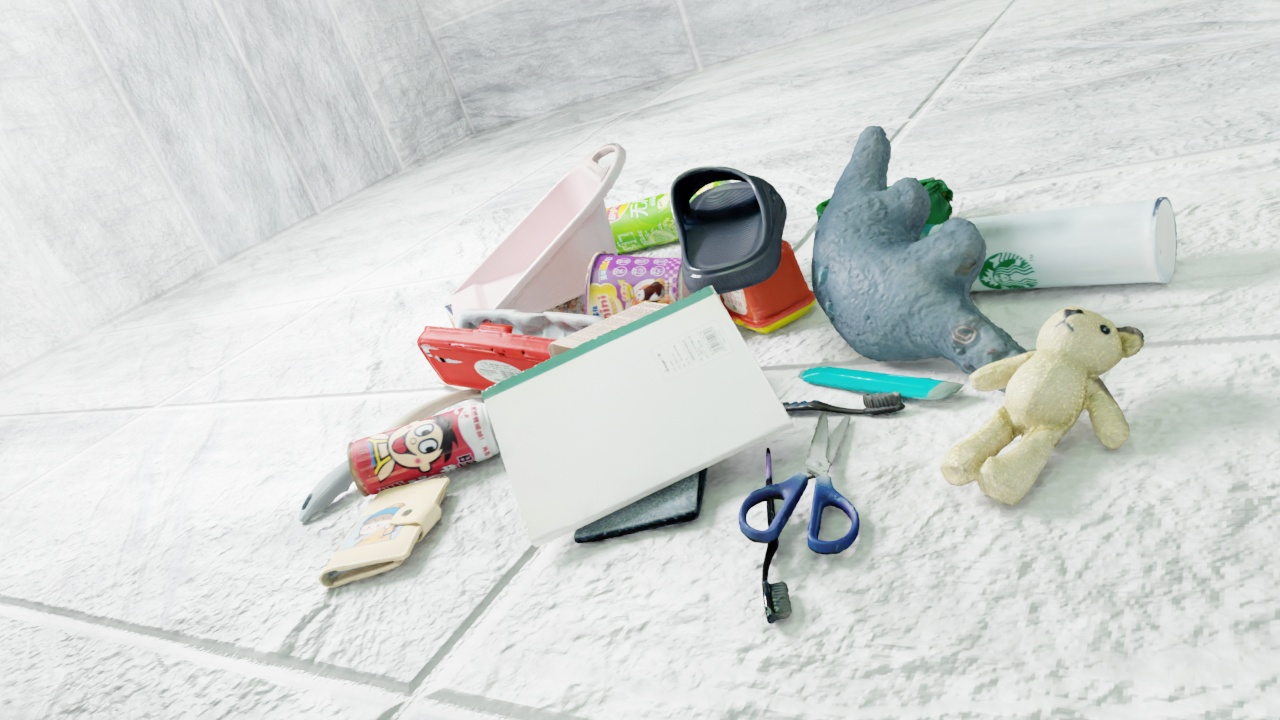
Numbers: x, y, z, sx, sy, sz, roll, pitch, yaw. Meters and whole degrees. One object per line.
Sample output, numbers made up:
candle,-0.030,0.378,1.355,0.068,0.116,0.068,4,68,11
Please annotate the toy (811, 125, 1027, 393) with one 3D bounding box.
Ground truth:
toy,0.212,-0.075,0.762,0.138,0.091,0.355,-38,38,18

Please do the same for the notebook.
notebook,-0.009,0.036,0.705,0.209,0.012,0.150,-25,54,-1

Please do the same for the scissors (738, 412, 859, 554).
scissors,0.109,0.077,0.628,0.128,0.012,0.173,-6,25,-6

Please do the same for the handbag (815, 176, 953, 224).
handbag,0.264,-0.152,0.983,0.132,0.068,0.119,-5,20,37

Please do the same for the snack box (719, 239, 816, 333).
snack box,0.117,-0.079,0.912,0.082,0.080,0.091,-28,24,-15

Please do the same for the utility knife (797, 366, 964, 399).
utility knife,0.182,0.017,0.725,0.029,0.013,0.161,-30,21,-28

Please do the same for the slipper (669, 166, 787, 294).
slipper,0.082,-0.146,0.882,0.111,0.083,0.267,-14,25,12

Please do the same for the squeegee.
squeegee,-0.240,0.078,0.921,0.245,0.039,0.247,-35,26,-30

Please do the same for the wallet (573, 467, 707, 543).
wallet,0.003,0.093,0.702,0.097,0.019,0.120,-16,24,17

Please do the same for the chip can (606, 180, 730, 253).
chip can,0.030,-0.196,1.274,0.222,0.072,0.072,-9,25,26

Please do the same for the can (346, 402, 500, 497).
can,-0.196,0.081,0.845,0.132,0.053,0.053,-17,22,-4

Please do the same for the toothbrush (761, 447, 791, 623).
toothbrush,0.087,0.106,0.599,0.017,0.014,0.188,-8,24,11

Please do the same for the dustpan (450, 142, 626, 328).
dustpan,-0.130,-0.151,1.102,0.273,0.139,0.222,-22,23,-8

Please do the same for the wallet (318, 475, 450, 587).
wallet,-0.208,0.141,0.771,0.087,0.024,0.115,-19,20,18

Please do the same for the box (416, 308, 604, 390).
box,-0.121,-0.013,0.932,0.202,0.094,0.091,6,49,34

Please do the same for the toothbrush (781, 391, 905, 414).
toothbrush,0.120,0.035,0.733,0.190,0.016,0.014,-3,15,39

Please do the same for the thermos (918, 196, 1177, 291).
thermos,0.322,-0.091,0.781,0.225,0.073,0.073,0,30,42

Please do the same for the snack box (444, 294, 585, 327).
snack box,-0.144,-0.068,1.163,0.182,0.046,0.178,-25,23,-13

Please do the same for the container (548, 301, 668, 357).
container,-0.005,0.005,0.820,0.110,0.090,0.090,-30,23,-29

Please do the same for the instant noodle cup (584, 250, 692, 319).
instant noodle cup,0.006,-0.060,0.943,0.099,0.112,0.111,-3,27,20

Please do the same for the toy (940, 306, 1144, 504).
toy,0.247,0.026,0.574,0.157,0.066,0.105,-45,38,-20
